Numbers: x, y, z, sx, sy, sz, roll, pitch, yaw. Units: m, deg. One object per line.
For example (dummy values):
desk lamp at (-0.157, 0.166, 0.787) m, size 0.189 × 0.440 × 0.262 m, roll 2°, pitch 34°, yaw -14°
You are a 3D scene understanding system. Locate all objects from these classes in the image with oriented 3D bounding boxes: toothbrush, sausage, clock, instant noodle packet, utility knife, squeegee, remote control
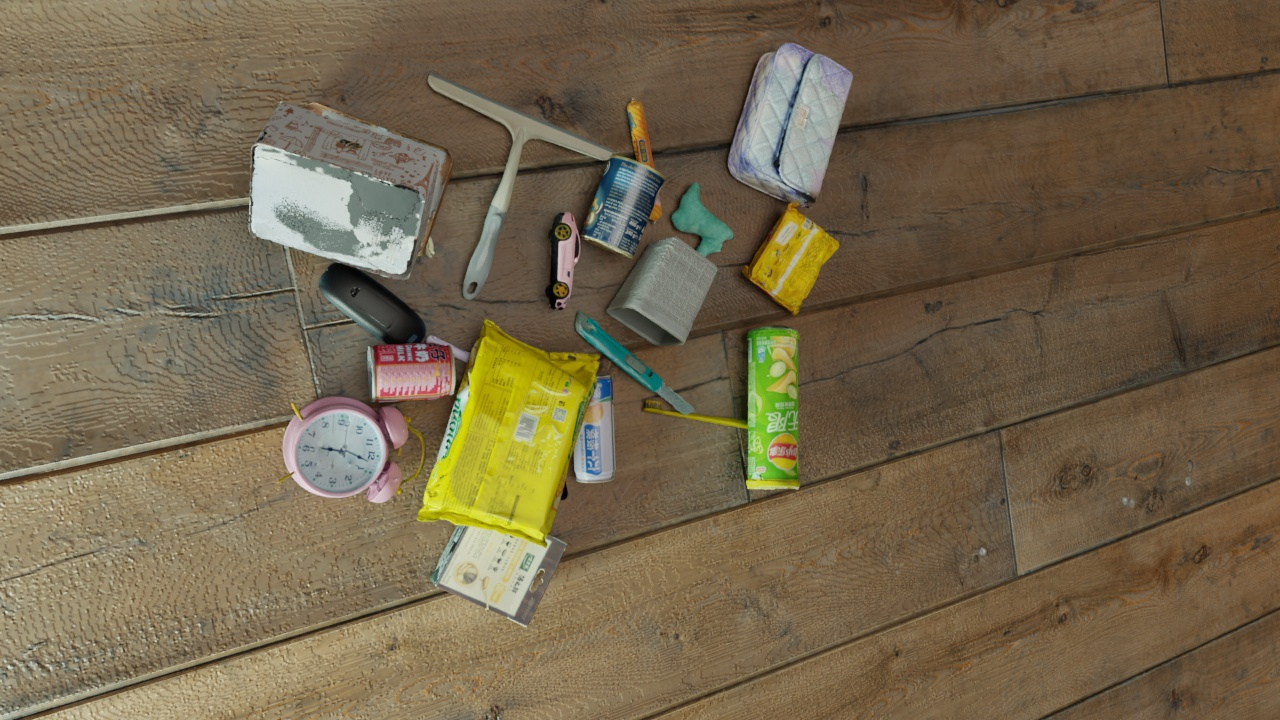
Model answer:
toothbrush at (-0.176, 0.011, 1.132) m, size 0.189 × 0.029 × 0.021 m, roll 25°, pitch 120°, yaw -21°
sausage at (0.005, -0.260, 1.196) m, size 0.021 × 0.021 × 0.165 m, roll -13°, pitch 97°, yaw -22°
toothbrush at (0.090, 0.075, 1.249) m, size 0.190 × 0.016 × 0.016 m, roll 11°, pitch 81°, yaw -23°
clock at (-0.326, 0.104, 1.050) m, size 0.158 × 0.060 × 0.117 m, roll 9°, pitch 89°, yaw -25°
instant noodle packet at (0.209, -0.143, 1.271) m, size 0.110 × 0.044 × 0.128 m, roll 34°, pitch 88°, yaw -27°
utility knife at (-0.007, 0.007, 1.201) m, size 0.207 × 0.013 × 0.029 m, roll 39°, pitch 69°, yaw -16°
squeegee at (-0.172, -0.192, 1.114) m, size 0.246 × 0.039 × 0.246 m, roll 19°, pitch 85°, yaw -22°
remote control at (-0.310, -0.062, 1.069) m, size 0.136 × 0.024 × 0.053 m, roll 39°, pitch 79°, yaw -20°

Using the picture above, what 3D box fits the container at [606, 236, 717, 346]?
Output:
container at (0.031, -0.090, 1.179) m, size 0.090 × 0.090 × 0.114 m, roll 34°, pitch 76°, yaw -21°

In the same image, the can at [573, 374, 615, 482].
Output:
can at (-0.060, 0.085, 1.165) m, size 0.053 × 0.053 × 0.134 m, roll -3°, pitch 93°, yaw -23°

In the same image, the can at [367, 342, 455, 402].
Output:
can at (-0.266, 0.013, 1.066) m, size 0.093 × 0.066 × 0.066 m, roll -3°, pitch 93°, yaw -21°

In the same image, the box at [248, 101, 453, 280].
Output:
box at (-0.307, -0.201, 1.005) m, size 0.182 × 0.153 × 0.177 m, roll 16°, pitch 46°, yaw -11°

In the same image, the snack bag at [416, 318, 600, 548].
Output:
snack bag at (-0.148, 0.089, 1.079) m, size 0.158 × 0.068 × 0.246 m, roll 18°, pitch 80°, yaw -10°

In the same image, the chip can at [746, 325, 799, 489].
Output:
chip can at (0.180, 0.063, 1.242) m, size 0.072 × 0.073 × 0.221 m, roll 3°, pitch 83°, yaw -23°

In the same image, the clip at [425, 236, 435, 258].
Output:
clip at (-0.290, -0.150, 1.069) m, size 0.083 × 0.035 × 0.104 m, roll -46°, pitch 103°, yaw -16°

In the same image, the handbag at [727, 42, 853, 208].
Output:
handbag at (0.207, -0.321, 1.250) m, size 0.134 × 0.076 × 0.194 m, roll 18°, pitch 86°, yaw -25°

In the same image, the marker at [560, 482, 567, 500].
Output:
marker at (-0.111, 0.119, 1.167) m, size 0.018 × 0.015 × 0.124 m, roll -14°, pitch 100°, yaw -21°

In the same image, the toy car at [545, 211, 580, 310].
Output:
toy car at (-0.096, -0.123, 1.141) m, size 0.037 × 0.056 × 0.122 m, roll 3°, pitch 92°, yaw -16°

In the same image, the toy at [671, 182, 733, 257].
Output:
toy at (0.081, -0.176, 1.228) m, size 0.092 × 0.030 × 0.096 m, roll 33°, pitch 86°, yaw -19°

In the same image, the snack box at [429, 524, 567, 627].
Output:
snack box at (-0.173, 0.246, 1.123) m, size 0.125 × 0.053 × 0.113 m, roll 31°, pitch 79°, yaw -21°

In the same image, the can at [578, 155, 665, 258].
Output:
can at (-0.024, -0.191, 1.151) m, size 0.075 × 0.075 × 0.111 m, roll 22°, pitch 91°, yaw -22°
